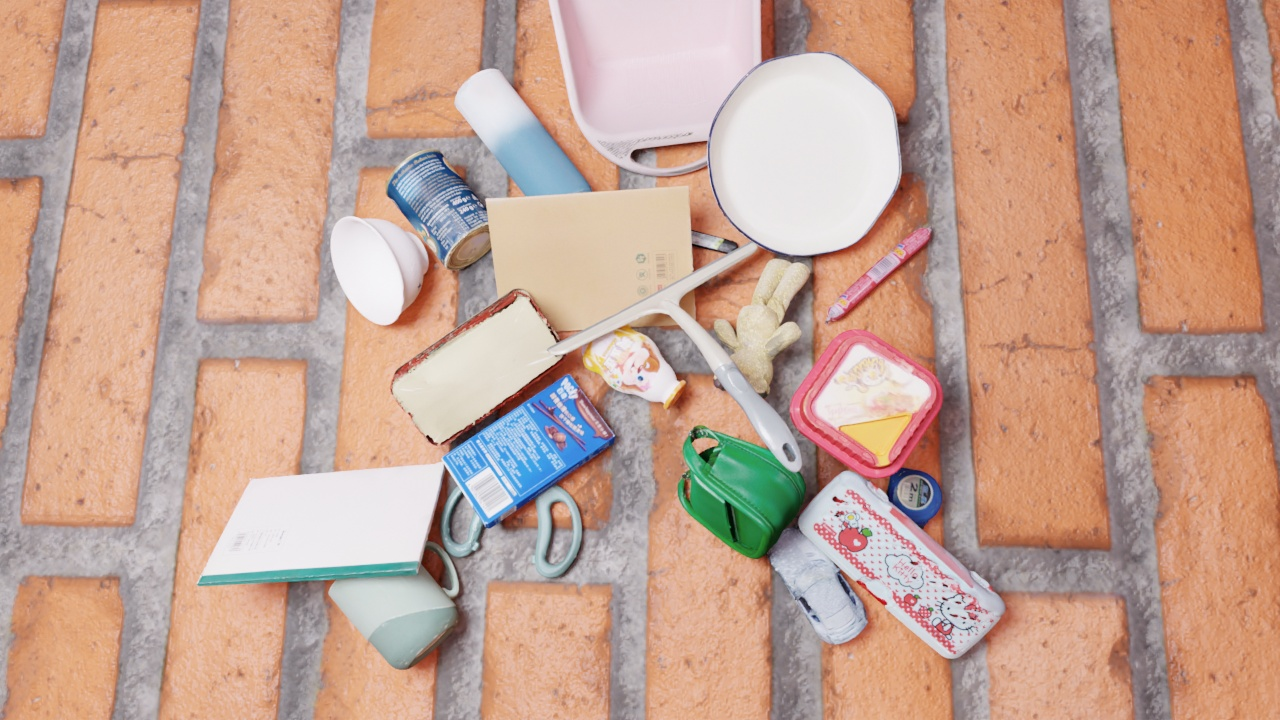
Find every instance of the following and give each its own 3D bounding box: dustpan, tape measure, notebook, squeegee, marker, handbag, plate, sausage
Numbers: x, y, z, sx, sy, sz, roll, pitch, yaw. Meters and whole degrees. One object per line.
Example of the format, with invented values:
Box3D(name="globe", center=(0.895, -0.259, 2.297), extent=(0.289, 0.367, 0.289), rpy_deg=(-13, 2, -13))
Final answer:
Box3D(name="dustpan", center=(0.023, -0.336, 0.938), extent=(0.222, 0.274, 0.138), rpy_deg=(-8, 53, 5))
Box3D(name="tape measure", center=(0.271, 0.136, 0.914), extent=(0.054, 0.025, 0.058), rpy_deg=(10, 83, 4))
Box3D(name="notebook", center=(-0.307, 0.159, 0.903), extent=(0.209, 0.012, 0.150), rpy_deg=(-4, 34, 3))
Box3D(name="squeegee", center=(0.073, 0.005, 0.857), extent=(0.246, 0.039, 0.246), rpy_deg=(-28, 58, -14))
Box3D(name="marker", center=(0.045, -0.135, 0.991), extent=(0.124, 0.015, 0.018), rpy_deg=(14, 80, 3))
Box3D(name="handbag", center=(0.091, 0.123, 0.876), extent=(0.120, 0.131, 0.067), rpy_deg=(33, 69, 16))
Box3D(name="notebook", center=(-0.049, -0.102, 0.953), extent=(0.208, 0.008, 0.148), rpy_deg=(-3, 110, 3))
Box3D(name="plate", center=(0.166, -0.211, 0.952), extent=(0.205, 0.045, 0.205), rpy_deg=(-1, 97, -6))
Box3D(name="sausage", center=(0.249, -0.091, 0.965), extent=(0.156, 0.020, 0.020), rpy_deg=(-41, 79, -5))

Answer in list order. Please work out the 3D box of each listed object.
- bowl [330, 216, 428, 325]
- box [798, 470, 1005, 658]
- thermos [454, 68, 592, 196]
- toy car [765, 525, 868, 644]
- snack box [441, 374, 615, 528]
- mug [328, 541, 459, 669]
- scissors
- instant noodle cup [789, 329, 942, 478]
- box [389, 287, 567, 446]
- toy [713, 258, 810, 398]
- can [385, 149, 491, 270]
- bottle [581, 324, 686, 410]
Box3D(name="bowl", center=(-0.265, -0.104, 0.971), extent=(0.118, 0.119, 0.064), rpy_deg=(47, 47, 11))
Box3D(name="box", center=(0.247, 0.192, 0.870), extent=(0.201, 0.048, 0.087), rpy_deg=(41, 112, 5))
Box3D(name="thermos", center=(-0.113, -0.215, 0.992), extent=(0.070, 0.070, 0.220), rpy_deg=(-37, 79, -4))
Box3D(name="toy car", center=(0.173, 0.219, 0.899), extent=(0.054, 0.037, 0.120), rpy_deg=(-33, 75, -3))
Box3D(name="snack box", center=(-0.113, 0.091, 0.932), extent=(0.157, 0.026, 0.084), rpy_deg=(-34, 74, -13))
Box3D(name="mug", center=(-0.228, 0.233, 0.905), extent=(0.106, 0.082, 0.111), rpy_deg=(45, 53, 11))
Box3D(name="scissors", center=(-0.113, 0.149, 0.940), extent=(0.177, 0.019, 0.173), rpy_deg=(35, 80, 11))
Box3D(name="instant noodle cup", center=(0.211, 0.047, 0.885), extent=(0.116, 0.124, 0.116), rpy_deg=(35, 83, 10))
Box3D(name="box", center=(-0.164, 0.005, 0.927), extent=(0.168, 0.079, 0.091), rpy_deg=(-35, 105, -4))
Box3D(name="toy", center=(0.129, -0.035, 0.945), extent=(0.105, 0.066, 0.157), rpy_deg=(13, 73, 39))
Box3D(name="can", center=(-0.209, -0.159, 0.980), extent=(0.075, 0.075, 0.111), rpy_deg=(-39, 79, -5))
Box3D(name="bottle", center=(-0.006, 0.005, 0.939), extent=(0.108, 0.063, 0.063), rpy_deg=(36, 83, 10))
